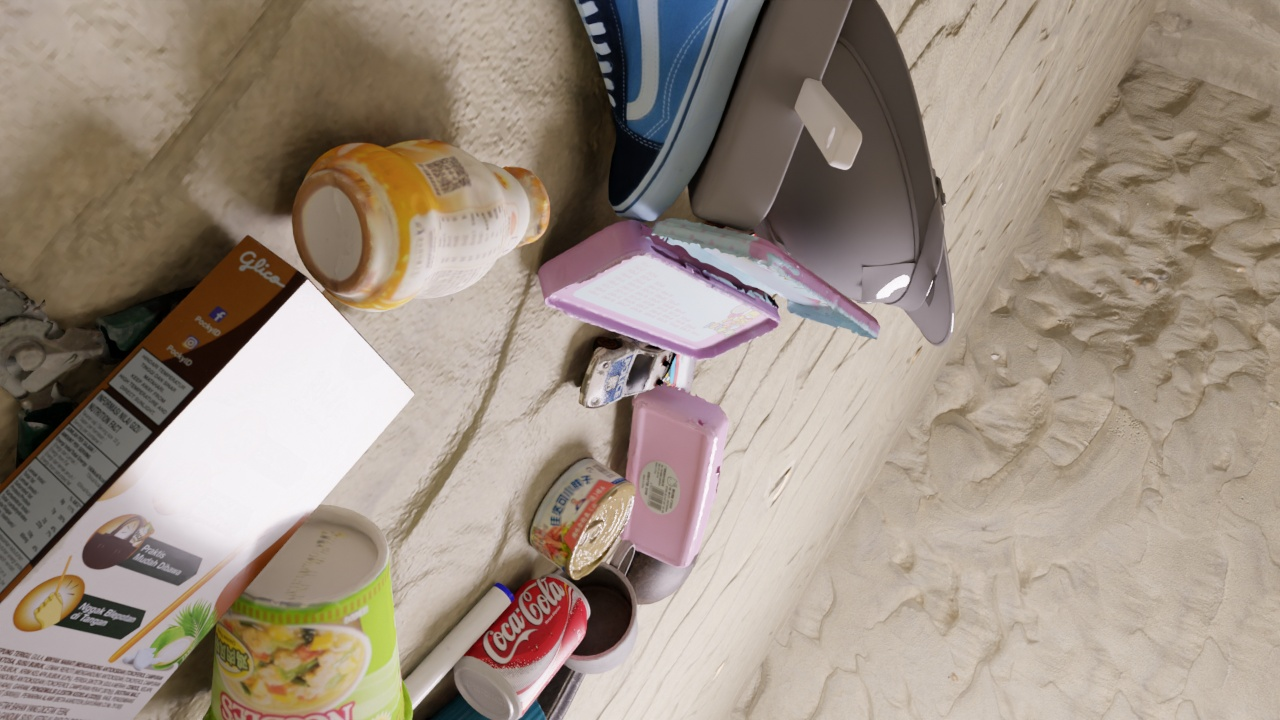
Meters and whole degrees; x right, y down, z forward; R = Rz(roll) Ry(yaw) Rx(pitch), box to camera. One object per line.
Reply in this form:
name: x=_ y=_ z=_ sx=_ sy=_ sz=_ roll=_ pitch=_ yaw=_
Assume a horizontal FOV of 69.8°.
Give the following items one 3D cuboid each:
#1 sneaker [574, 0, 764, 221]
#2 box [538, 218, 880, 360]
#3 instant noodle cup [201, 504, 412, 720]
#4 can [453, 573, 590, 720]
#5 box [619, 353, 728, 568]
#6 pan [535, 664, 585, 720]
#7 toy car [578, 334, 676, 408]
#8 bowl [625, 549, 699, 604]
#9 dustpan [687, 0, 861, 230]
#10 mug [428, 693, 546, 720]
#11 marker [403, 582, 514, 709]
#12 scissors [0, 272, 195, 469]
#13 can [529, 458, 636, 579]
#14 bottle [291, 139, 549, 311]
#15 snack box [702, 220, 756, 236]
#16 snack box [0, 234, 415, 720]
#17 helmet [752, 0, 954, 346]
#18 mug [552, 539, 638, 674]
sneaker: x=-0.001 y=-0.169 z=0.428 sx=0.242 sy=0.098 sz=0.083 roll=115 pitch=-24 yaw=-48
box: x=0.053 y=-0.040 z=0.566 sx=0.214 sy=0.150 sz=0.049 roll=18 pitch=72 yaw=-59
instant noodle cup: x=-0.155 y=0.131 z=0.427 sx=0.098 sy=0.099 sz=0.108 roll=-30 pitch=136 yaw=-51
can: x=-0.088 y=0.217 z=0.700 sx=0.104 sy=0.064 sz=0.064 roll=-44 pitch=154 yaw=-45
box: x=0.034 y=0.076 z=0.783 sx=0.202 sy=0.087 sz=0.102 roll=97 pitch=20 yaw=-45
pan: x=-0.108 y=0.364 z=0.788 sx=0.188 sy=0.055 sz=0.355 roll=-21 pitch=-166 yaw=32
toy car: x=-0.004 y=0.004 z=0.650 sx=0.112 sy=0.040 sz=0.049 roll=-26 pitch=140 yaw=-53
bowl: x=0.025 y=0.205 z=0.948 sx=0.121 sy=0.056 sz=0.121 roll=-46 pitch=155 yaw=-30
dustpan: x=0.064 y=-0.139 z=0.445 sx=0.257 sy=0.033 sz=0.163 roll=-89 pitch=-164 yaw=-62
mug: x=-0.122 y=0.314 z=0.699 sx=0.083 sy=0.113 sz=0.107 roll=-43 pitch=174 yaw=36
marker: x=-0.143 y=0.214 z=0.646 sx=0.141 sy=0.020 sz=0.020 roll=-45 pitch=154 yaw=-32
scissors: x=-0.169 y=-0.007 z=0.312 sx=0.146 sy=0.015 sz=0.210 roll=-46 pitch=156 yaw=-23
can: x=-0.044 y=0.122 z=0.712 sx=0.086 sy=0.043 sz=0.086 roll=-46 pitch=155 yaw=-30
bottle: x=-0.082 y=-0.057 z=0.371 sx=0.108 sy=0.063 sz=0.063 roll=-24 pitch=140 yaw=-55
snack box: x=0.066 y=-0.081 z=0.703 sx=0.140 sy=0.032 sz=0.051 roll=-30 pitch=144 yaw=-51
snack box: x=-0.171 y=0.056 z=0.330 sx=0.185 sy=0.032 sz=0.101 roll=-51 pitch=159 yaw=-15
helmet: x=0.137 y=-0.120 z=0.669 sx=0.183 sy=0.118 sz=0.271 roll=-95 pitch=168 yaw=-65
mug: x=-0.036 y=0.211 z=0.793 sx=0.113 sy=0.084 sz=0.071 roll=-55 pitch=161 yaw=-24
